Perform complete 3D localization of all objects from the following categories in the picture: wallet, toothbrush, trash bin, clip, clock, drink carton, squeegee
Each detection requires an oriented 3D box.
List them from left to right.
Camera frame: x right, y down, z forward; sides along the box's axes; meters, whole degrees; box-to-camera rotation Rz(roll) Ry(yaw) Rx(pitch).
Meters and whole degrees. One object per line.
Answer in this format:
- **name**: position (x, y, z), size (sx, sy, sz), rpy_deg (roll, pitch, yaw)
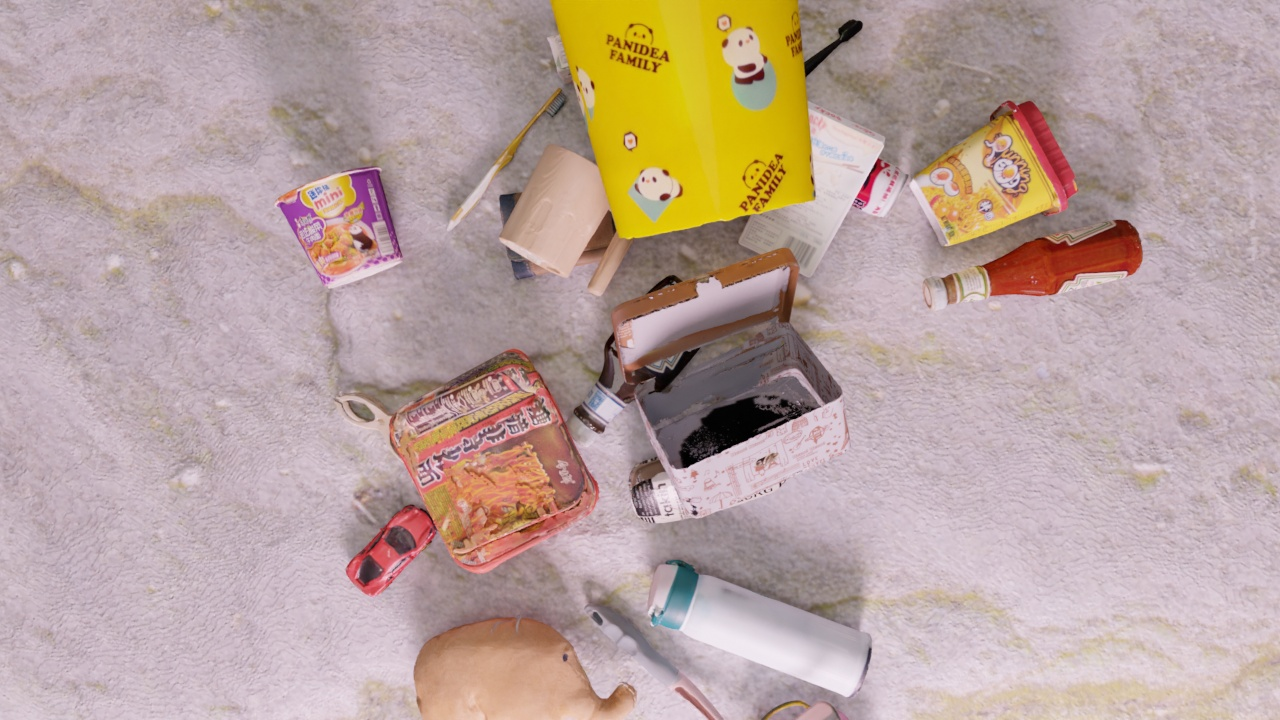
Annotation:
- **clip**: position (-0.276, 0.064, 0.966), size (0.097, 0.034, 0.061), rpy_deg (29, 91, -6)
- **toothbrush**: position (-0.141, -0.209, 0.965), size (0.018, 0.016, 0.191), rpy_deg (39, 91, -6)
- **wallet**: position (-0.084, -0.138, 0.955), size (0.115, 0.033, 0.090), rpy_deg (-10, 89, 0)
- **drink carton**: position (-0.029, -0.322, 0.940), size (0.122, 0.053, 0.045), rpy_deg (-15, 93, 3)
- **squeegee**: position (0.038, 0.335, 0.939), size (0.249, 0.040, 0.248), rpy_deg (43, 117, 12)
- **trash bin**: position (0.043, -0.251, 0.815), size (0.229, 0.229, 0.255), rpy_deg (-11, 100, 3)
- **toothbrush**: position (0.144, -0.280, 0.945), size (0.212, 0.027, 0.026), rpy_deg (-41, 132, 1)
- **clock**: position (0.177, 0.418, 0.927), size (0.117, 0.060, 0.158), rpy_deg (-29, 86, 2)

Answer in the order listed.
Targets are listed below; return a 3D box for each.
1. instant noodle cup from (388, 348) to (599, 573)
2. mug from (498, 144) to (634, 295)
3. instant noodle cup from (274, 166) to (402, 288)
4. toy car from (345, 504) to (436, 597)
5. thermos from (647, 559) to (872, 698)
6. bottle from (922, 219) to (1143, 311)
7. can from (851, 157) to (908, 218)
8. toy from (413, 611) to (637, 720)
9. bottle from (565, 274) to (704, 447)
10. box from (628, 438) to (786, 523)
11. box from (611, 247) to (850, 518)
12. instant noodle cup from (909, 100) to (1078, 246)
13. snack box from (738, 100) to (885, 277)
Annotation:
- **instant noodle cup**: position (-0.144, 0.102, 0.934), size (0.164, 0.079, 0.189), rpy_deg (-27, 87, 3)
- **mug**: position (-0.064, -0.136, 0.907), size (0.124, 0.084, 0.103), rpy_deg (30, 87, -25)
- **instant noodle cup**: position (-0.299, -0.132, 0.933), size (0.111, 0.111, 0.099), rpy_deg (-19, 98, 3)
- **toy car**: position (-0.262, 0.199, 0.965), size (0.049, 0.031, 0.106), rpy_deg (45, 90, 1)
- **thermos**: position (0.116, 0.266, 0.927), size (0.224, 0.073, 0.073), rpy_deg (20, 91, 3)
- **bottle**: position (0.388, -0.089, 0.916), size (0.206, 0.060, 0.060), rpy_deg (-14, 89, 3)
- **can**: position (0.199, -0.194, 0.927), size (0.133, 0.053, 0.053), rpy_deg (27, 91, 3)
- **toy**: position (-0.120, 0.326, 0.927), size (0.226, 0.082, 0.143), rpy_deg (-5, 102, 8)
- **bottle**: position (-0.006, 0.006, 0.944), size (0.080, 0.044, 0.195), rpy_deg (40, 93, -7)
- **box**: position (0.068, 0.117, 0.944), size (0.163, 0.080, 0.075), rpy_deg (-19, 120, 2)
- **box**: position (0.082, 0.005, 0.851), size (0.183, 0.192, 0.156), rpy_deg (-23, 44, -5)
- **instant noodle cup**: position (0.338, -0.174, 0.897), size (0.124, 0.116, 0.116), rpy_deg (-28, 89, 14)
- **snack box**: position (0.166, -0.166, 0.905), size (0.085, 0.026, 0.157), rpy_deg (27, 123, 3)
